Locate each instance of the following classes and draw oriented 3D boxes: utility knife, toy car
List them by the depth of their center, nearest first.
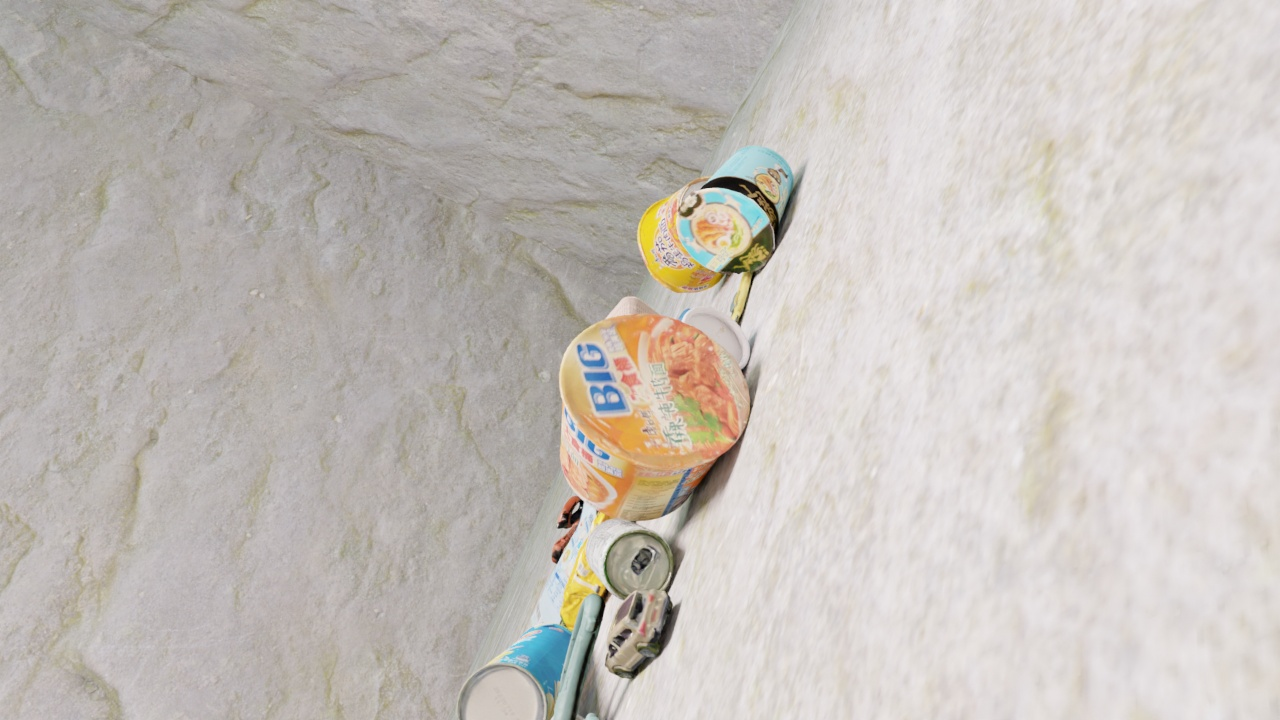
[{"bbox_3d":[-0.005,0.197,0.663,0.091,0.035,0.042,117,177,-49],"label":"toy car"},{"bbox_3d":[0.108,-0.064,0.982,0.218,0.022,0.031,-76,5,-48],"label":"utility knife"}]

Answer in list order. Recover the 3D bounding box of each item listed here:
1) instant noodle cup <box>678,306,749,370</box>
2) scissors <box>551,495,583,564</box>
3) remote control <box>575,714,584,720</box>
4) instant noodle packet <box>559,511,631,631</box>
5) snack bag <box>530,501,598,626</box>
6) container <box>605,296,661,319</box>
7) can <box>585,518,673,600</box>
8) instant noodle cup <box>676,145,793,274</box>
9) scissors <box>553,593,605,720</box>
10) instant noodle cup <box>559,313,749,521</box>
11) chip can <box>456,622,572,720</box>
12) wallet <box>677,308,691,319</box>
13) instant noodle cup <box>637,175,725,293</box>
[{"bbox_3d":[0.044,0.009,0.844,0.110,0.099,0.099,-49,14,44],"label":"instant noodle cup"},{"bbox_3d":[-0.073,0.196,1.285,0.193,0.015,0.206,71,-144,-61],"label":"scissors"},{"bbox_3d":[-0.058,0.310,0.723,0.058,0.021,0.150,-66,5,-20],"label":"remote control"},{"bbox_3d":[-0.046,0.214,0.988,0.128,0.044,0.111,-67,0,-65],"label":"instant noodle packet"},{"bbox_3d":[-0.088,0.265,1.138,0.110,0.039,0.191,-92,24,-71],"label":"snack bag"},{"bbox_3d":[-0.006,0.006,0.972,0.090,0.090,0.110,-48,18,21],"label":"container"},{"bbox_3d":[-0.012,0.164,0.765,0.058,0.058,0.147,-65,4,-10],"label":"can"},{"bbox_3d":[0.111,-0.172,0.996,0.120,0.111,0.111,-58,-1,-39],"label":"instant noodle cup"},{"bbox_3d":[-0.045,0.241,0.646,0.171,0.019,0.179,117,165,-54],"label":"scissors"},{"bbox_3d":[0.002,0.053,0.748,0.112,0.151,0.151,108,-177,-50],"label":"instant noodle cup"},{"bbox_3d":[-0.095,0.274,0.783,0.210,0.071,0.071,65,-130,-81],"label":"chip can"},{"bbox_3d":[0.054,-0.015,1.139,0.106,0.040,0.133,-60,10,-1],"label":"wallet"},{"bbox_3d":[0.079,-0.169,1.197,0.137,0.138,0.110,-66,13,-20],"label":"instant noodle cup"}]
